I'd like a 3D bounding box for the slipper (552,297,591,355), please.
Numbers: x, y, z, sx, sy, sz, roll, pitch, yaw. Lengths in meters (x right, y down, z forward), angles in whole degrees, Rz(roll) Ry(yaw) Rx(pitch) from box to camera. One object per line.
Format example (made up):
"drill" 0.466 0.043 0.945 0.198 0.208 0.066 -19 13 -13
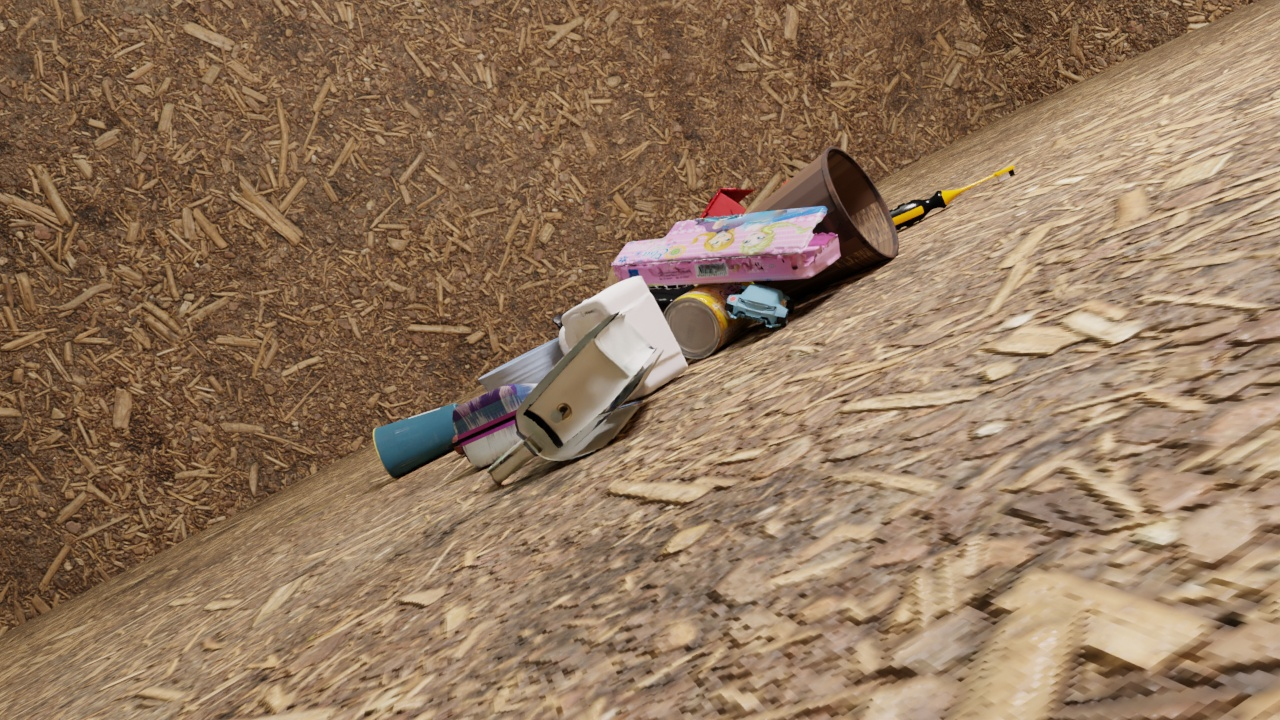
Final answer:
"slipper" -0.070 -0.018 1.212 0.063 0.111 0.263 -33 8 10

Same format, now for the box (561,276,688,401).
"box" -0.032 -0.007 0.876 0.101 0.108 0.103 -34 9 -30

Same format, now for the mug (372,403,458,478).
"mug" -0.308 0.109 1.307 0.121 0.078 0.078 -23 5 -1

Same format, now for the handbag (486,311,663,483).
"handbag" -0.058 0.047 0.774 0.176 0.074 0.151 -45 0 12

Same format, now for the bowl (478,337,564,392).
"bowl" -0.148 0.025 1.313 0.150 0.075 0.150 -26 5 2

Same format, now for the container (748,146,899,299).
"container" 0.171 -0.130 0.997 0.168 0.132 0.131 -30 2 34

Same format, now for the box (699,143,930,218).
"box" 0.233 -0.259 1.508 0.425 0.128 0.212 -25 4 1

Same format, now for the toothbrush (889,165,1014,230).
"toothbrush" 0.382 -0.205 1.174 0.197 0.031 0.031 -24 10 10

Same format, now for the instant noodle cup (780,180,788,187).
"instant noodle cup" 0.219 -0.169 1.191 0.123 0.123 0.121 -27 -2 1

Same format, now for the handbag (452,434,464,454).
"handbag" -0.175 0.086 1.144 0.120 0.029 0.055 -18 11 27

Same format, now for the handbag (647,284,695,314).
"handbag" 0.007 -0.081 1.188 0.125 0.115 0.153 6 17 12

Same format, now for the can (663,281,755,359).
"can" 0.075 -0.049 0.954 0.068 0.067 0.104 -23 7 37

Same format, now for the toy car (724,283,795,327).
"toy car" 0.120 -0.060 0.892 0.060 0.027 0.107 15 17 13

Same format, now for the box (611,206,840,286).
"box" 0.081 -0.115 0.934 0.231 0.063 0.084 1 20 35

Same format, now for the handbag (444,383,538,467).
"handbag" -0.118 0.054 0.994 0.145 0.068 0.169 -24 -1 25
